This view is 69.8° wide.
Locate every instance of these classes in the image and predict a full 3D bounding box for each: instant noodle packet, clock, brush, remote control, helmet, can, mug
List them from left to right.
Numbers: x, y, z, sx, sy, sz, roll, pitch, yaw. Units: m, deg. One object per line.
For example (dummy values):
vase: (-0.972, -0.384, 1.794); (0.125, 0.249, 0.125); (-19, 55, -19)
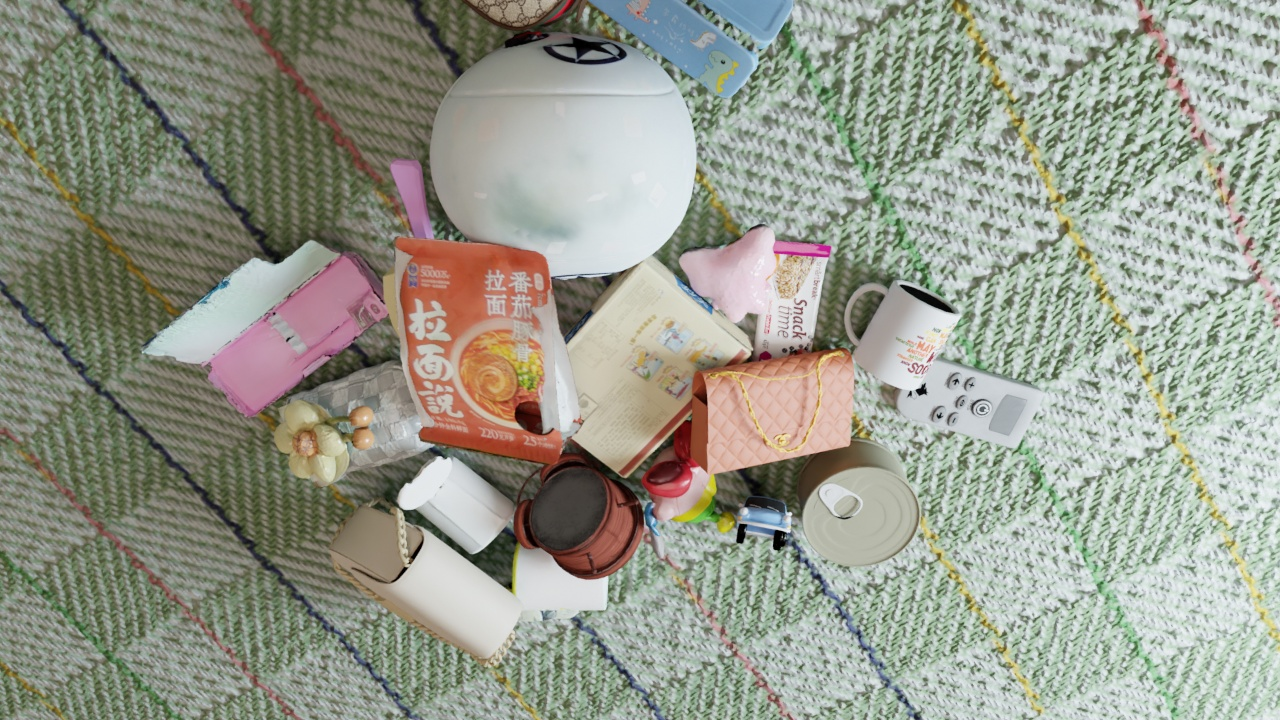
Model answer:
brush: (-0.217, -0.094, 0.917); (0.089, 0.043, 0.229); (8, 137, 11)
instant noodle packet: (-0.150, -0.018, 0.901); (0.164, 0.083, 0.221); (9, 125, 18)
helmet: (-0.080, -0.179, 0.855); (0.264, 0.163, 0.237); (3, 112, 3)
mug: (-0.093, 0.254, 1.087); (0.106, 0.082, 0.083); (0, 113, 2)
clock: (-0.075, 0.172, 1.030); (0.120, 0.158, 0.072); (-58, 141, -13)
can: (0.242, 0.158, 1.031); (0.128, 0.073, 0.128); (1, 113, 3)
mug: (0.262, -0.034, 0.951); (0.105, 0.073, 0.090); (30, 113, 13)
remote control: (0.357, 0.045, 1.005); (0.151, 0.019, 0.074); (16, 113, -4)

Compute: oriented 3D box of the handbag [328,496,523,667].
handbag: (-0.239, 0.242, 1.034); (0.210, 0.209, 0.103); (45, 65, -26)

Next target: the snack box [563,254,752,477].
snack box: (-0.006, 0.006, 0.988); (0.153, 0.055, 0.208); (39, 110, -13)

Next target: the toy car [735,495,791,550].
toy car: (0.136, 0.178, 1.018); (0.056, 0.153, 0.054); (9, 77, 8)

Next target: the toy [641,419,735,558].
toy: (0.054, 0.152, 1.027); (0.097, 0.123, 0.131); (18, 146, 20)

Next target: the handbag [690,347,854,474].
handbag: (0.142, 0.050, 0.964); (0.171, 0.060, 0.109); (-9, 112, -20)

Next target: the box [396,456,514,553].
box: (-0.206, 0.158, 1.023); (0.136, 0.144, 0.083); (41, 87, -12)

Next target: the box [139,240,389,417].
box: (-0.395, -0.045, 0.984); (0.231, 0.066, 0.159); (-33, 131, 16)

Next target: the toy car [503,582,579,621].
toy car: (-0.125, 0.301, 1.136); (0.105, 0.033, 0.048); (-5, 111, 4)

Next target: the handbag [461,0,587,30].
handbag: (-0.109, -0.373, 0.809); (0.166, 0.063, 0.139); (38, 124, -2)

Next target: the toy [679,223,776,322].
toy: (0.099, -0.087, 0.944); (0.103, 0.050, 0.093); (-19, 112, 20)

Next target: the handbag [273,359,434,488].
handbag: (-0.305, 0.068, 0.996); (0.172, 0.123, 0.112); (-19, 96, 10)

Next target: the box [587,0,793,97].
box: (0.030, -0.341, 0.840); (0.209, 0.049, 0.121); (33, 110, -9)

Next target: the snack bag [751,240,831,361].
snack bag: (0.156, -0.031, 0.985); (0.070, 0.016, 0.197); (5, 114, -1)
